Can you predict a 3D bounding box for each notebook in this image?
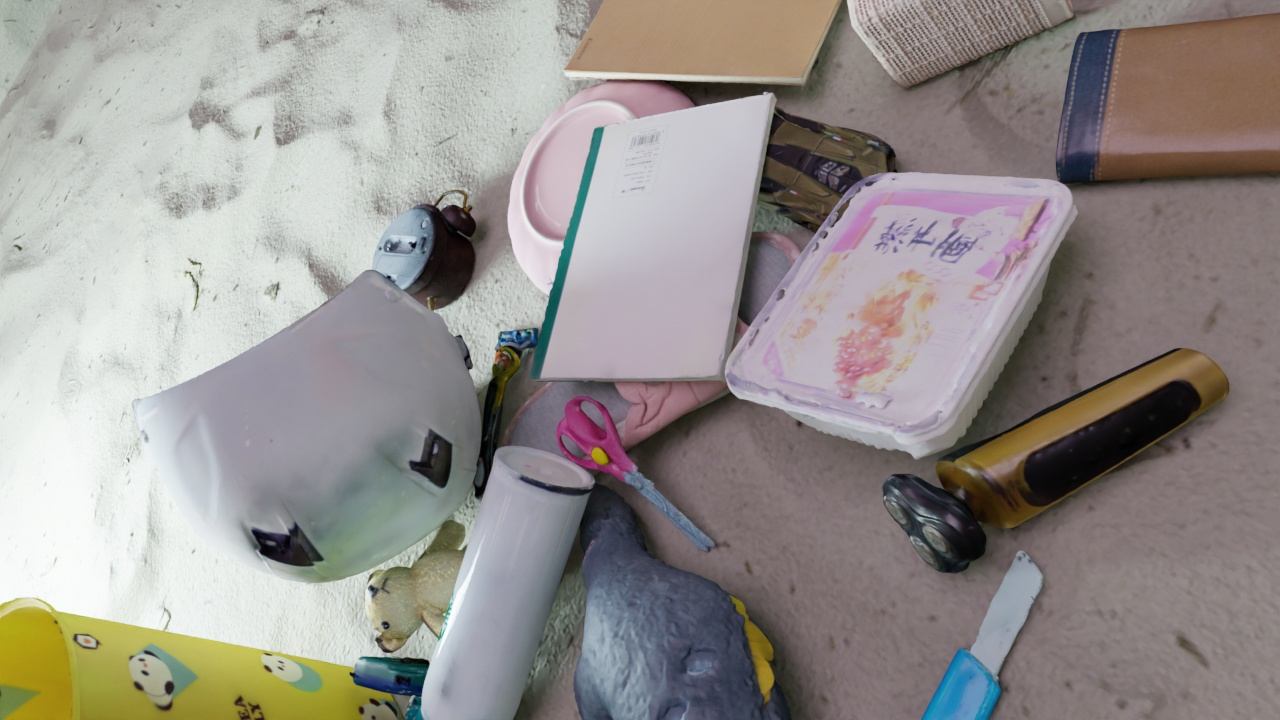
[{"bbox_3d":[0.007,-0.083,0.625,0.151,0.012,0.208,-1,67,33],"label":"notebook"},{"bbox_3d":[0.055,-0.275,0.707,0.212,0.012,0.149,14,70,33],"label":"notebook"}]

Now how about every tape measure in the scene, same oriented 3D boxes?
[{"bbox_3d":[-0.173,0.228,0.668,0.058,0.054,0.025,-2,73,35],"label":"tape measure"}]

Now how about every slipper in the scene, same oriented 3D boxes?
[{"bbox_3d":[-0.004,0.004,0.635,0.275,0.054,0.114,-36,53,22],"label":"slipper"}]

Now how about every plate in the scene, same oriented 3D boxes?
[{"bbox_3d":[-0.037,-0.141,0.723,0.193,0.039,0.192,-12,69,32],"label":"plate"}]

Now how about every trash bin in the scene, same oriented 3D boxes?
[{"bbox_3d":[-0.314,0.291,0.617,0.230,0.255,0.229,-15,63,32],"label":"trash bin"}]

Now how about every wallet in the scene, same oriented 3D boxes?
[{"bbox_3d":[0.287,-0.139,0.487,0.115,0.033,0.090,5,77,38],"label":"wallet"}]

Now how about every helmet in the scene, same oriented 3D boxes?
[{"bbox_3d":[-0.206,0.074,0.655,0.228,0.259,0.146,-29,69,-14],"label":"helmet"}]

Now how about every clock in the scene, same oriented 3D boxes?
[{"bbox_3d":[-0.189,-0.101,0.823,0.082,0.055,0.121,9,76,40],"label":"clock"}]

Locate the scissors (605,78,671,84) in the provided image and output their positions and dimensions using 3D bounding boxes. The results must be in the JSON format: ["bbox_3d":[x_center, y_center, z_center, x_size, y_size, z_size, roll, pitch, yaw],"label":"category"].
[{"bbox_3d":[-0.010,-0.188,0.749,0.143,0.014,0.173,-29,56,26],"label":"scissors"}]

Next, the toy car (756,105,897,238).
[{"bbox_3d":[0.103,-0.131,0.621,0.158,0.042,0.070,32,91,44],"label":"toy car"}]

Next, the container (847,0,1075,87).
[{"bbox_3d":[0.191,-0.239,0.568,0.111,0.090,0.089,-21,60,33],"label":"container"}]

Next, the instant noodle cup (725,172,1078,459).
[{"bbox_3d":[0.144,-0.022,0.500,0.138,0.060,0.173,15,59,45],"label":"instant noodle cup"}]

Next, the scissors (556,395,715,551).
[{"bbox_3d":[-0.001,0.074,0.592,0.135,0.017,0.064,39,132,16],"label":"scissors"}]

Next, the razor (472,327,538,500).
[{"bbox_3d":[-0.115,0.040,0.727,0.043,0.022,0.142,-4,69,39],"label":"razor"}]

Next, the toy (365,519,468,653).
[{"bbox_3d":[-0.133,0.153,0.663,0.157,0.066,0.105,-29,55,13],"label":"toy"}]

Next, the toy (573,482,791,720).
[{"bbox_3d":[0.023,0.203,0.515,0.138,0.091,0.355,-57,41,42],"label":"toy"}]

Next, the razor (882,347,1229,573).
[{"bbox_3d":[0.205,0.049,0.455,0.168,0.067,0.062,-33,98,15],"label":"razor"}]

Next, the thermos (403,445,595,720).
[{"bbox_3d":[-0.098,0.170,0.600,0.073,0.073,0.224,27,102,41],"label":"thermos"}]

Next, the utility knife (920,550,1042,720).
[{"bbox_3d":[0.152,0.189,0.460,0.034,0.018,0.202,25,86,42],"label":"utility knife"}]

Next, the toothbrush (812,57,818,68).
[{"bbox_3d":[0.056,-0.239,0.708,0.181,0.018,0.015,20,81,33],"label":"toothbrush"}]
